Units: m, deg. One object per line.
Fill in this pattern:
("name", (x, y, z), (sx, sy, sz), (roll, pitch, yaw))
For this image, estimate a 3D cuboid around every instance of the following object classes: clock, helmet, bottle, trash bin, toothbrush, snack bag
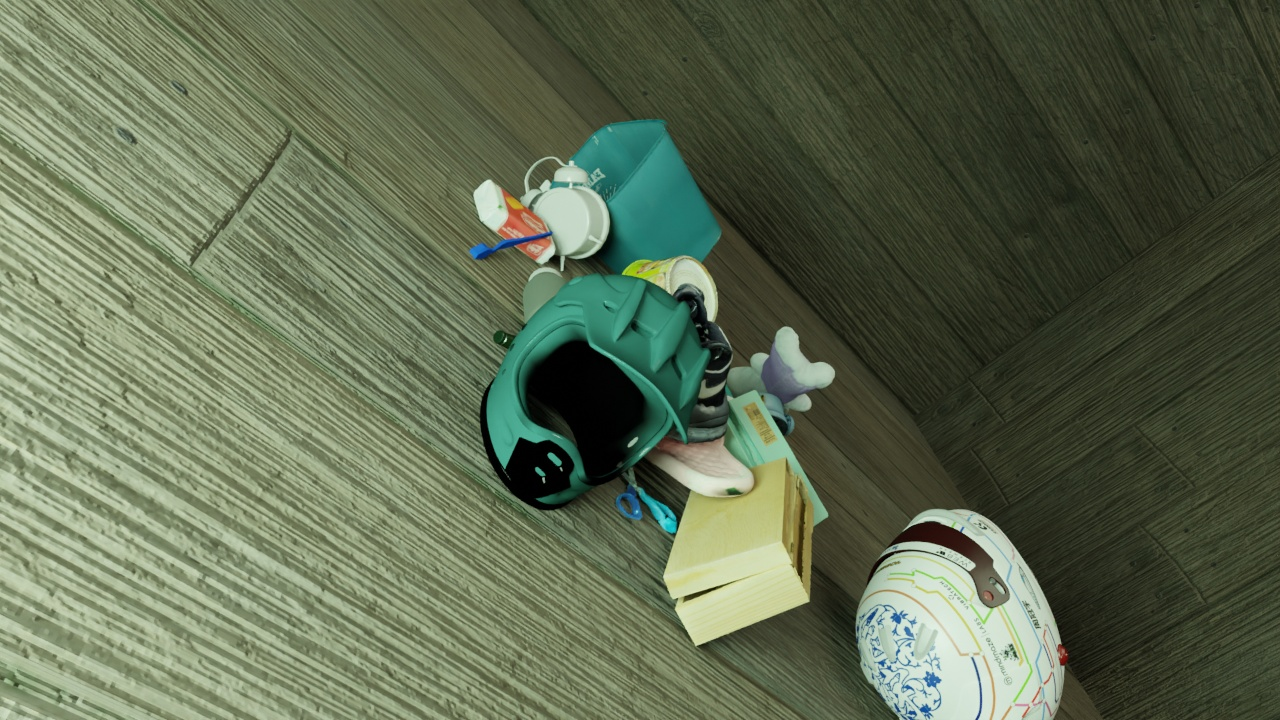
("clock", (0.193, 0.099, 1.463), (0.124, 0.089, 0.051), (46, 31, -44))
("helmet", (0.397, 0.354, 1.193), (0.235, 0.232, 0.314), (-9, 59, -29))
("bottle", (-0.109, -0.067, 1.091), (0.060, 0.060, 0.108), (41, 19, -30))
("bottle", (-0.114, -0.007, 0.998), (0.123, 0.033, 0.033), (27, 28, -52))
("trash bin", (-0.003, -0.240, 1.486), (0.199, 0.196, 0.218), (15, -27, 51))
("toothbrush", (-0.160, -0.151, 1.164), (0.011, 0.017, 0.186), (45, 28, 7))
("snack bag", (-0.170, -0.187, 1.239), (0.116, 0.036, 0.077), (35, 22, -41))
("clock", (-0.111, -0.218, 1.328), (0.061, 0.120, 0.159), (-13, 75, -62))
("helmet", (-0.031, 0.018, 0.859), (0.176, 0.200, 0.274), (46, 17, -13))

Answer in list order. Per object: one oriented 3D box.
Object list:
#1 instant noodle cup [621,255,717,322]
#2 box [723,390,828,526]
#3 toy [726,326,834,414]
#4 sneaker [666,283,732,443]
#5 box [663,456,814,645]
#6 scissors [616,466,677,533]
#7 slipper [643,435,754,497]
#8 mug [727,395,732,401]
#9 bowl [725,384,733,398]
("instant noodle cup", (0.044, -0.089, 1.377), (0.146, 0.098, 0.146), (15, 69, -44))
("box", (0.141, 0.140, 1.147), (0.112, 0.079, 0.187), (-22, 78, -43))
("toy", (0.217, 0.046, 1.510), (0.137, 0.210, 0.085), (43, 50, 0))
("sneaker", (0.021, -0.029, 1.042), (0.097, 0.151, 0.252), (-2, 30, -35))
("box", (0.109, 0.186, 0.971), (0.092, 0.128, 0.248), (59, 16, -6))
("scissors", (-0.007, 0.139, 0.990), (0.127, 0.014, 0.127), (51, 17, 9))
("slipper", (0.055, 0.093, 1.054), (0.106, 0.056, 0.221), (0, 23, -29))
("mug", (0.113, 0.091, 1.294), (0.090, 0.076, 0.123), (58, 17, 25))
("bowl", (0.087, 0.037, 1.405), (0.121, 0.046, 0.121), (45, 17, -18))
